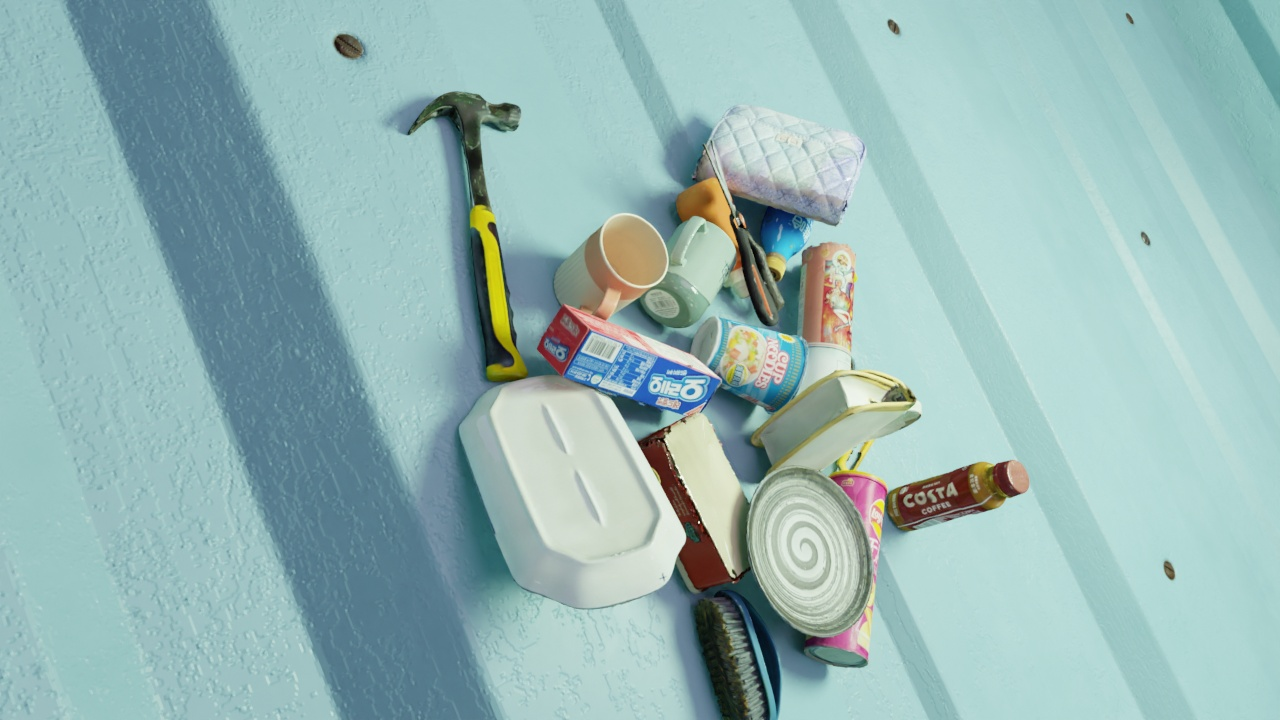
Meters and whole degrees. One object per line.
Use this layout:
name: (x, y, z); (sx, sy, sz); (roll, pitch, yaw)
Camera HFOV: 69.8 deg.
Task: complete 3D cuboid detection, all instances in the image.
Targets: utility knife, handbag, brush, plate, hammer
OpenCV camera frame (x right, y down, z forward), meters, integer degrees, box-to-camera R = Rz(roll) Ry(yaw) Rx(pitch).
utility knife: (0.284, 0.102, 1.161); (0.033, 0.015, 0.167); (47, 51, -5)
handbag: (0.234, 0.071, 1.046); (0.178, 0.164, 0.063); (2, 56, -38)
brush: (0.106, 0.302, 0.923); (0.073, 0.055, 0.143); (-5, 73, -35)
plate: (0.174, 0.198, 0.958); (0.179, 0.024, 0.179); (15, 62, -30)
plate: (-0.063, 0.100, 0.823); (0.161, 0.034, 0.265); (-10, 46, -22)
handbag: (0.176, -0.248, 1.150); (0.194, 0.076, 0.133); (18, 57, 11)
hammer: (-0.164, -0.134, 0.943); (0.126, 0.032, 0.323); (1, 70, -34)

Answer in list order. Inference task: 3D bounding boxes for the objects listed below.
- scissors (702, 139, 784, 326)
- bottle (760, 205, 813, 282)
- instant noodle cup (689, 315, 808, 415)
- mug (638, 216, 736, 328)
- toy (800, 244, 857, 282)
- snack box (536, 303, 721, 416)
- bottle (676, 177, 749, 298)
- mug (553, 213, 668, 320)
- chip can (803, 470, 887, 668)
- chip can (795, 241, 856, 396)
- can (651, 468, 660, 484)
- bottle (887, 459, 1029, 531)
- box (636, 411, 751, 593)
scissors: (0.121, -0.139, 1.054); (0.227, 0.022, 0.197); (55, 25, -40)
bottle: (0.195, -0.190, 1.196); (0.065, 0.065, 0.218); (35, 55, -17)
instant noodle cup: (0.118, 0.000, 1.046); (0.110, 0.099, 0.099); (19, 60, -18)
mug: (0.052, -0.105, 1.031); (0.082, 0.112, 0.106); (23, 53, 17)
toy: (0.253, -0.114, 1.225); (0.096, 0.031, 0.100); (21, 55, -23)
snack box: (-0.005, 0.005, 0.930); (0.207, 0.057, 0.058); (20, 16, -45)
bottle: (0.098, -0.144, 1.115); (0.066, 0.067, 0.149); (-29, 95, -40)
mug: (-0.037, -0.081, 0.959); (0.081, 0.106, 0.114); (29, 56, -21)
chip can: (0.232, 0.231, 1.031); (0.071, 0.072, 0.210); (29, 56, -21)
chip can: (0.226, -0.036, 1.129); (0.071, 0.071, 0.214); (18, 68, -28)
can: (-0.033, 0.150, 0.866); (0.057, 0.083, 0.101); (34, 47, 23)
bottle: (0.378, 0.160, 1.097); (0.057, 0.175, 0.057); (15, 62, -30)
box: (0.066, 0.141, 0.941); (0.091, 0.077, 0.168); (-25, 88, -50)
